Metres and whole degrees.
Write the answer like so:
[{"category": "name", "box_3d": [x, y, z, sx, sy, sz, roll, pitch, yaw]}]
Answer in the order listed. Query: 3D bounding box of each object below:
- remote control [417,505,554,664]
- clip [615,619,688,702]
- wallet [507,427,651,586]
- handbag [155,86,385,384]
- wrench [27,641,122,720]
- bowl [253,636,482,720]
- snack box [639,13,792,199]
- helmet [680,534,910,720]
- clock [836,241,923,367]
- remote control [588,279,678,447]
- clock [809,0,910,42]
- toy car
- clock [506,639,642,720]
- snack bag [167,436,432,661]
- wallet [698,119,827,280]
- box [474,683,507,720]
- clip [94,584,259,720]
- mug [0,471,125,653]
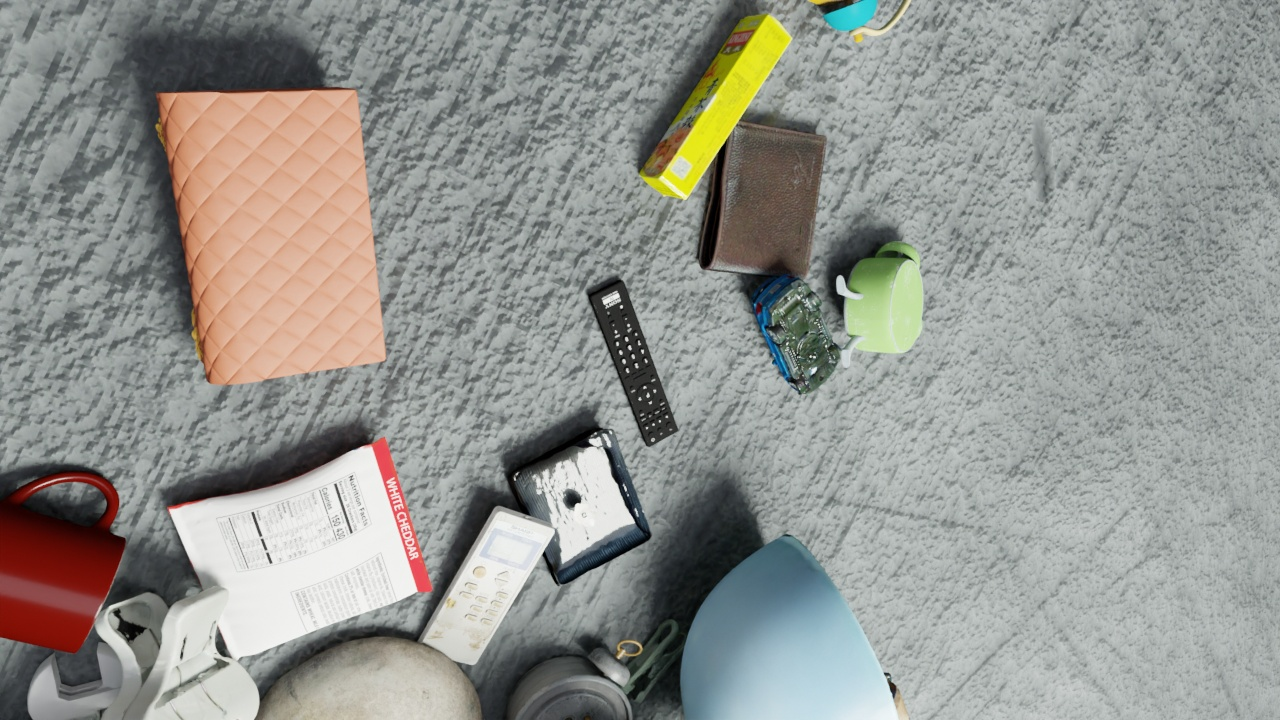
[{"category": "remote control", "box_3d": [-0.119, 0.175, 0.706, 0.050, 0.011, 0.136, 24, 104, -27]}, {"category": "clip", "box_3d": [0.012, 0.261, 0.803, 0.076, 0.023, 0.045, -48, 119, -5]}, {"category": "wallet", "box_3d": [-0.048, 0.115, 0.731, 0.089, 0.026, 0.115, -25, 113, -15]}, {"category": "handbag", "box_3d": [-0.229, -0.079, 0.572, 0.108, 0.060, 0.172, -11, 111, -28]}, {"category": "wrench", "box_3d": [-0.332, 0.306, 0.654, 0.066, 0.018, 0.273, -30, 115, -15]}, {"category": "bowl", "box_3d": [-0.199, 0.302, 0.675, 0.178, 0.081, 0.178, -6, 107, -20]}, {"category": "snack box", "box_3d": [0.056, -0.190, 0.690, 0.029, 0.040, 0.148, 34, 87, -29]}, {"category": "helmet", "box_3d": [0.121, 0.280, 0.748, 0.166, 0.225, 0.266, -19, 112, -13]}, {"category": "clock", "box_3d": [0.212, -0.049, 0.788, 0.119, 0.043, 0.094, -33, 121, -48]}, {"category": "remote control", "box_3d": [-0.004, 0.004, 0.732, 0.030, 0.009, 0.140, -28, 114, -17]}, {"category": "clock", "box_3d": [0.160, -0.312, 0.707, 0.129, 0.044, 0.099, 30, 90, -22]}, {"category": "toy car", "box_3d": [0.130, -0.023, 0.767, 0.056, 0.043, 0.120, -42, 133, -10]}, {"category": "clock", "box_3d": [-0.052, 0.287, 0.758, 0.148, 0.056, 0.104, -48, 115, -4]}, {"category": "snack bag", "box_3d": [-0.231, 0.134, 0.641, 0.144, 0.039, 0.131, -18, 114, -17]}, {"category": "wallet", "box_3d": [0.101, -0.127, 0.736, 0.099, 0.031, 0.120, 3, 102, -30]}, {"category": "box", "box_3d": [-0.036, 0.391, 0.737, 0.167, 0.381, 0.171, 42, 70, -20]}, {"category": "clip", "box_3d": [-0.301, 0.221, 0.592, 0.075, 0.124, 0.144, -11, 89, 4]}, {"category": "mug", "box_3d": [-0.367, 0.116, 0.562, 0.082, 0.073, 0.105, 26, 63, -29]}]
